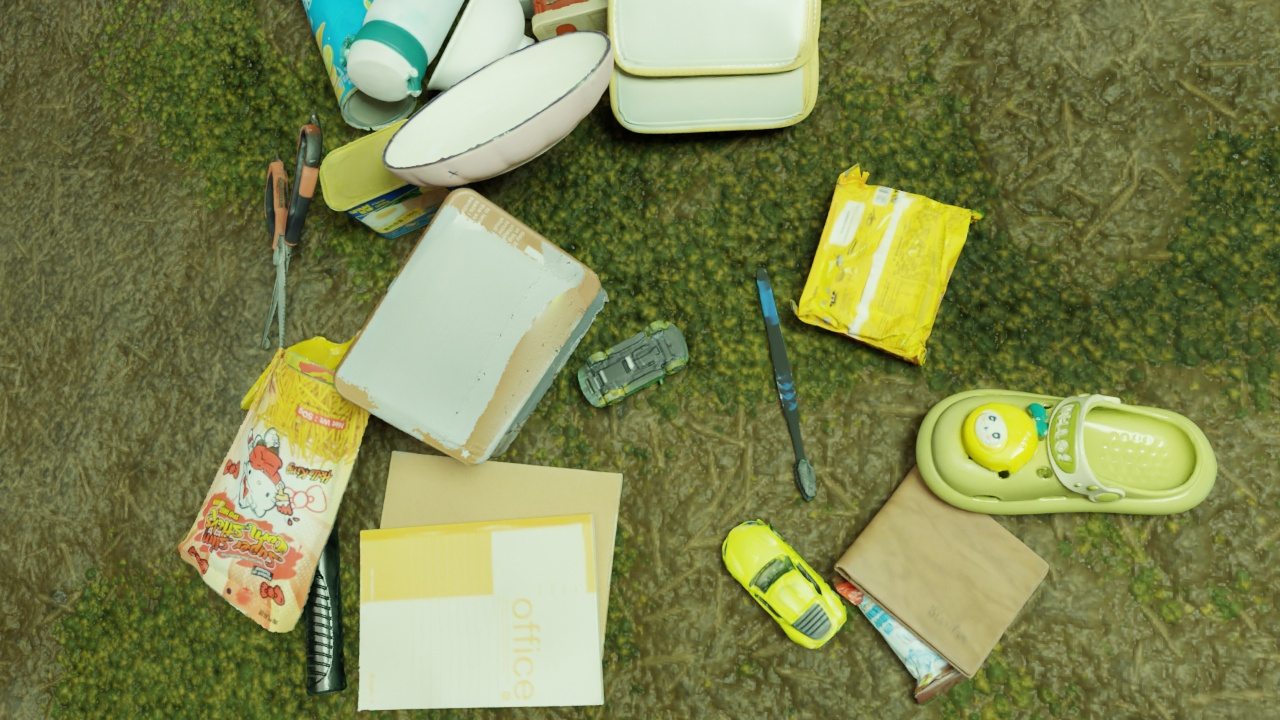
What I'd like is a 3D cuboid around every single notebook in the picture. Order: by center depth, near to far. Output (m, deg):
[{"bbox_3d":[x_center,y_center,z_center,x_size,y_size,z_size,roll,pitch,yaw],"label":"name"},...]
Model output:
[{"bbox_3d":[-0.131,0.201,0.730,0.206,0.010,0.145,-6,78,14],"label":"notebook"},{"bbox_3d":[-0.121,0.155,0.748,0.208,0.008,0.147,3,80,16],"label":"notebook"}]

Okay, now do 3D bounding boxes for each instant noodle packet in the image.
[{"bbox_3d":[0.183,-0.073,0.692,0.111,0.044,0.128,21,89,12],"label":"instant noodle packet"}]

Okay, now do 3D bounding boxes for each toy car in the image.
[{"bbox_3d":[0.103,0.163,0.672,0.048,0.032,0.105,-45,69,3],"label":"toy car"},{"bbox_3d":[-0.004,0.004,0.731,0.091,0.036,0.043,-28,72,9],"label":"toy car"}]

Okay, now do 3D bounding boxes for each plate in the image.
[{"bbox_3d":[-0.102,-0.184,0.693,0.193,0.039,0.192,-20,34,14],"label":"plate"}]

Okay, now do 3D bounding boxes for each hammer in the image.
[{"bbox_3d":[-0.275,0.127,0.784,0.129,0.033,0.300,-11,76,13],"label":"hammer"}]

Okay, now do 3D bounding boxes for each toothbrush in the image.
[{"bbox_3d":[0.112,0.015,0.709,0.014,0.016,0.189,-11,75,5],"label":"toothbrush"}]

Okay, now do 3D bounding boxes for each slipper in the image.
[{"bbox_3d":[0.285,0.053,0.614,0.191,0.082,0.091,3,63,12],"label":"slipper"}]

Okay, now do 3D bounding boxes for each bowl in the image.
[{"bbox_3d":[-0.132,-0.275,0.802,0.064,0.118,0.118,26,86,-19],"label":"bowl"}]

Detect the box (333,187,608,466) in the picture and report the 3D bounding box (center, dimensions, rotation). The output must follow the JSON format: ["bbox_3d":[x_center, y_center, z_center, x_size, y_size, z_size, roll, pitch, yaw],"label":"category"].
[{"bbox_3d":[-0.133,-0.026,0.705,0.150,0.166,0.182,34,89,20],"label":"box"}]

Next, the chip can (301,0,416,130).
[{"bbox_3d":[-0.274,-0.321,0.855,0.071,0.071,0.210,-26,73,9],"label":"chip can"}]

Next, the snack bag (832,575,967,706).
[{"bbox_3d":[0.184,0.187,0.646,0.048,0.026,0.104,-34,71,2],"label":"snack bag"}]

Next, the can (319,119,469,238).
[{"bbox_3d":[-0.210,-0.154,0.796,0.102,0.083,0.057,-20,74,10],"label":"can"}]

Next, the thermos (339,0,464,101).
[{"bbox_3d":[-0.189,-0.326,0.802,0.073,0.073,0.223,11,65,17],"label":"thermos"}]

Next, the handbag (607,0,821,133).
[{"bbox_3d":[0.054,-0.264,0.694,0.163,0.179,0.063,0,34,6],"label":"handbag"}]

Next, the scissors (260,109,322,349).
[{"bbox_3d":[-0.312,-0.112,0.810,0.190,0.015,0.224,-42,52,44],"label":"scissors"}]

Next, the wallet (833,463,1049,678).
[{"bbox_3d":[0.210,0.144,0.638,0.115,0.020,0.101,38,73,16],"label":"wallet"}]

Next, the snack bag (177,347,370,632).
[{"bbox_3d":[-0.296,0.102,0.751,0.129,0.073,0.208,26,93,18],"label":"snack bag"}]

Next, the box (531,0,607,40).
[{"bbox_3d":[-0.005,-0.314,0.769,0.168,0.091,0.078,-10,79,13],"label":"box"}]

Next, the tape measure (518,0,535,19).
[{"bbox_3d":[-0.099,-0.346,0.832,0.066,0.033,0.066,10,79,19],"label":"tape measure"}]
